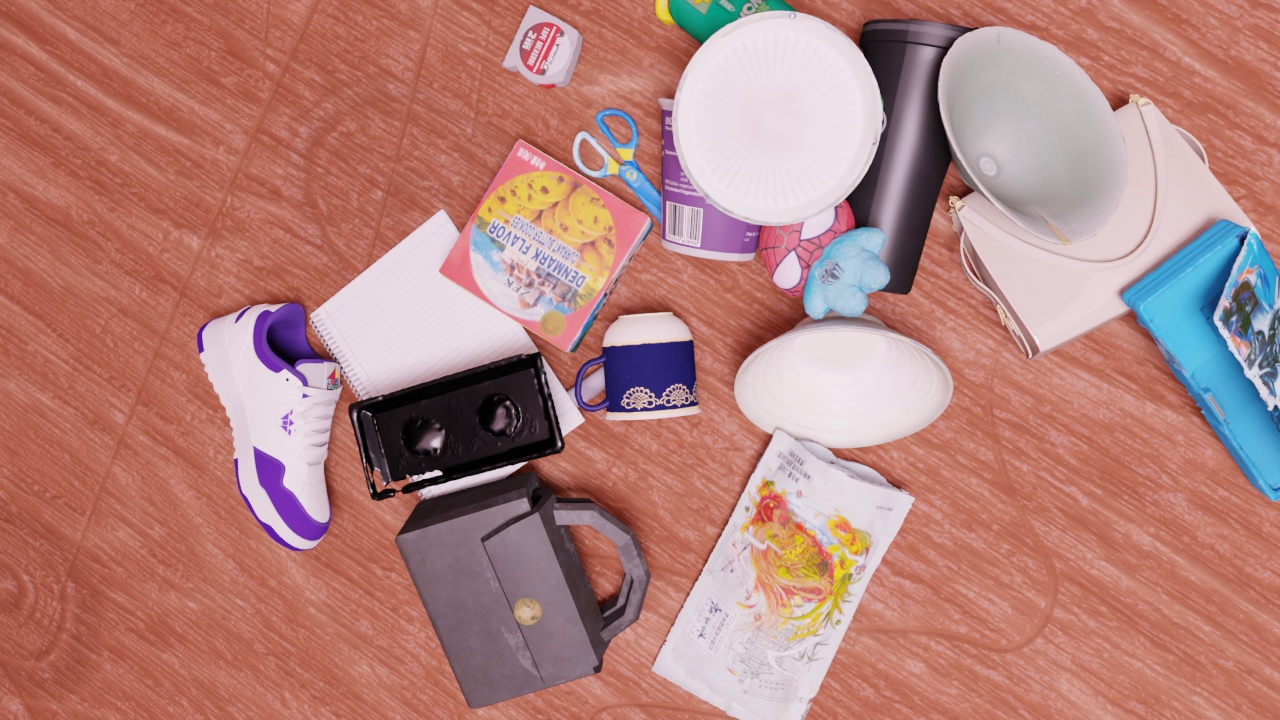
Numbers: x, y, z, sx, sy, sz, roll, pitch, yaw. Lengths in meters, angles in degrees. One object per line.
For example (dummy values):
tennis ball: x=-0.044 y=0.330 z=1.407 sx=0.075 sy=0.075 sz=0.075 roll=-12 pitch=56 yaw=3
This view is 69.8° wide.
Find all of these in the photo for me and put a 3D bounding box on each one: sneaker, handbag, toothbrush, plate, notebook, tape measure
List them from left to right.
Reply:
sneaker: x=-0.329 y=0.053 z=0.881 sx=0.111 sy=0.091 sz=0.244 roll=-24 pitch=84 yaw=14
notebook: x=-0.192 y=0.007 z=0.879 sx=0.178 sy=0.013 sz=0.245 roll=-36 pitch=82 yaw=11
toothbrush: x=-0.101 y=0.062 z=0.874 sx=0.188 sy=0.018 sz=0.019 roll=-35 pitch=86 yaw=12
handbag: x=-0.091 y=0.206 z=0.830 sx=0.199 sy=0.102 sz=0.197 roll=-19 pitch=103 yaw=6
tape measure: x=-0.088 y=-0.284 z=0.841 sx=0.062 sy=0.020 sz=0.060 roll=29 pitch=99 yaw=7
plate: x=0.101 y=-0.180 z=0.692 sx=0.157 sy=0.014 sz=0.157 roll=5 pitch=110 yaw=15
handbag: x=0.349 y=-0.128 z=0.743 sx=0.195 sy=0.101 sz=0.197 roll=-30 pitch=77 yaw=12

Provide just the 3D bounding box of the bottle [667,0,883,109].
bottle: x=0.109 y=-0.253 z=0.746 sx=0.068 sy=0.068 sz=0.209 roll=-47 pitch=63 yaw=11

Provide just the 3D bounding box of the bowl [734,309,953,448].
bowl: x=0.169 y=0.005 z=0.775 sx=0.177 sy=0.177 sz=0.057 roll=0 pitch=54 yaw=11

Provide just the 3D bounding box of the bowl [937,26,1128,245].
bowl: x=0.277 y=-0.159 z=0.695 sx=0.174 sy=0.068 sz=0.174 roll=6 pitch=72 yaw=-20

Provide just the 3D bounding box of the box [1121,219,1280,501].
box: x=0.469 y=0.017 z=0.678 sx=0.092 sy=0.085 sz=0.243 roll=-40 pitch=114 yaw=14

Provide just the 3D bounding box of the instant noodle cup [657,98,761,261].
instant noodle cup: x=0.062 y=-0.155 z=0.788 sx=0.137 sy=0.121 sz=0.122 roll=29 pitch=116 yaw=52

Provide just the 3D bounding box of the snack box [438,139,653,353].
snack box: x=-0.086 y=-0.103 z=0.838 sx=0.142 sy=0.040 sz=0.145 roll=32 pitch=92 yaw=6

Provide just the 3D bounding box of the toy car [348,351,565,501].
toy car: x=-0.156 y=0.059 z=0.829 sx=0.192 sy=0.071 sz=0.094 roll=-17 pitch=85 yaw=12

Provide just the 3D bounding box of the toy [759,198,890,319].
toy: x=0.142 y=-0.086 z=0.728 sx=0.133 sy=0.062 sz=0.092 roll=54 pitch=128 yaw=42

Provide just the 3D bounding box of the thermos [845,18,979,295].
thermos: x=0.213 y=-0.168 z=0.757 sx=0.106 sy=0.105 sz=0.219 roll=13 pitch=102 yaw=9

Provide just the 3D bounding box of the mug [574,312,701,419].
mug: x=-0.005 y=0.005 z=0.812 sx=0.111 sy=0.086 sz=0.089 roll=-5 pitch=91 yaw=-14

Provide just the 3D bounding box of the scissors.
scissors: x=-0.004 y=-0.173 z=0.839 sx=0.070 sy=0.022 sz=0.130 roll=-45 pitch=81 yaw=11

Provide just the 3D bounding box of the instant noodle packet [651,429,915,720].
instant noodle packet: x=0.126 y=0.207 z=0.828 sx=0.147 sy=0.057 sz=0.269 roll=26 pitch=104 yaw=9

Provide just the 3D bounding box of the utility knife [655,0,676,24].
utility knife: x=0.031 y=-0.394 z=0.810 sx=0.029 sy=0.020 sz=0.188 roll=3 pitch=96 yaw=10
